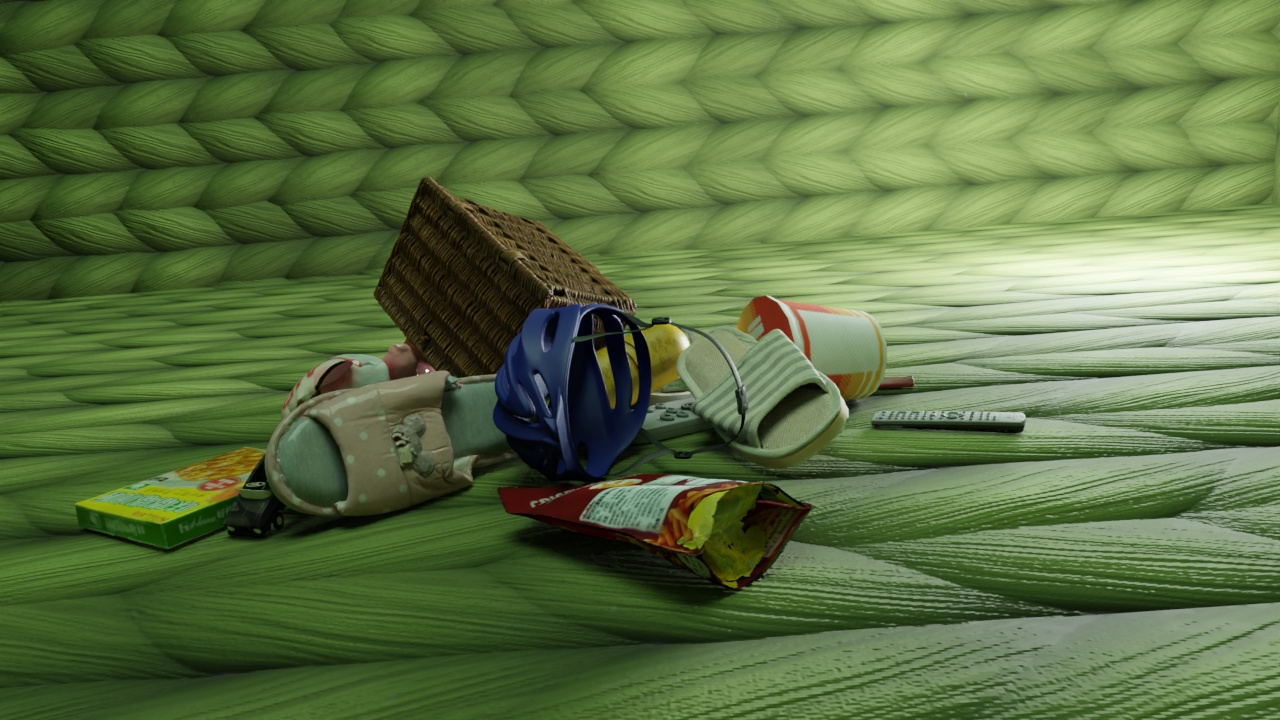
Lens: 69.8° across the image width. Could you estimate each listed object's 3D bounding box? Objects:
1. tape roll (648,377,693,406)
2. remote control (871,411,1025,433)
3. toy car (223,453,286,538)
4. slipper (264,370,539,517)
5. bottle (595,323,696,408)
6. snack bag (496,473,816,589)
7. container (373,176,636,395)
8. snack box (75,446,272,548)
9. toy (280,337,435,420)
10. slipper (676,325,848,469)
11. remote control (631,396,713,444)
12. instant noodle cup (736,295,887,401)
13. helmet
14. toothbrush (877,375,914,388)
[{"bbox_3d":[0.041,0.036,1.048,0.094,0.018,0.093,-4,12,1],"label":"tape roll"},{"bbox_3d":[0.289,0.056,0.865,0.137,0.013,0.033,1,14,24],"label":"remote control"},{"bbox_3d":[-0.306,0.103,0.757,0.040,0.037,0.092,1,46,18],"label":"toy car"},{"bbox_3d":[-0.189,0.064,0.801,0.273,0.114,0.055,-14,-9,-45],"label":"slipper"},{"bbox_3d":[-0.006,0.006,1.001,0.163,0.071,0.071,-29,24,-33],"label":"bottle"},{"bbox_3d":[0.007,0.101,0.658,0.138,0.066,0.208,-8,9,-41],"label":"snack bag"},{"bbox_3d":[-0.143,-0.066,1.030,0.182,0.162,0.250,6,30,-50],"label":"container"},{"bbox_3d":[-0.379,0.116,0.812,0.132,0.027,0.167,3,14,32],"label":"snack box"},{"bbox_3d":[-0.307,0.035,1.000,0.142,0.084,0.212,-36,-3,18],"label":"toy"},{"bbox_3d":[0.100,0.020,0.874,0.114,0.054,0.272,-45,25,-2],"label":"slipper"},{"bbox_3d":[0.038,0.057,0.945,0.150,0.019,0.074,-11,13,-26],"label":"remote control"},{"bbox_3d":[0.181,-0.005,0.965,0.121,0.123,0.123,-1,10,-23],"label":"instant noodle cup"},{"bbox_3d":[-0.015,0.021,0.809,0.228,0.148,0.241,-5,20,14],"label":"helmet"},{"bbox_3d":[0.209,0.026,1.034,0.190,0.016,0.016,-3,11,10],"label":"toothbrush"}]
